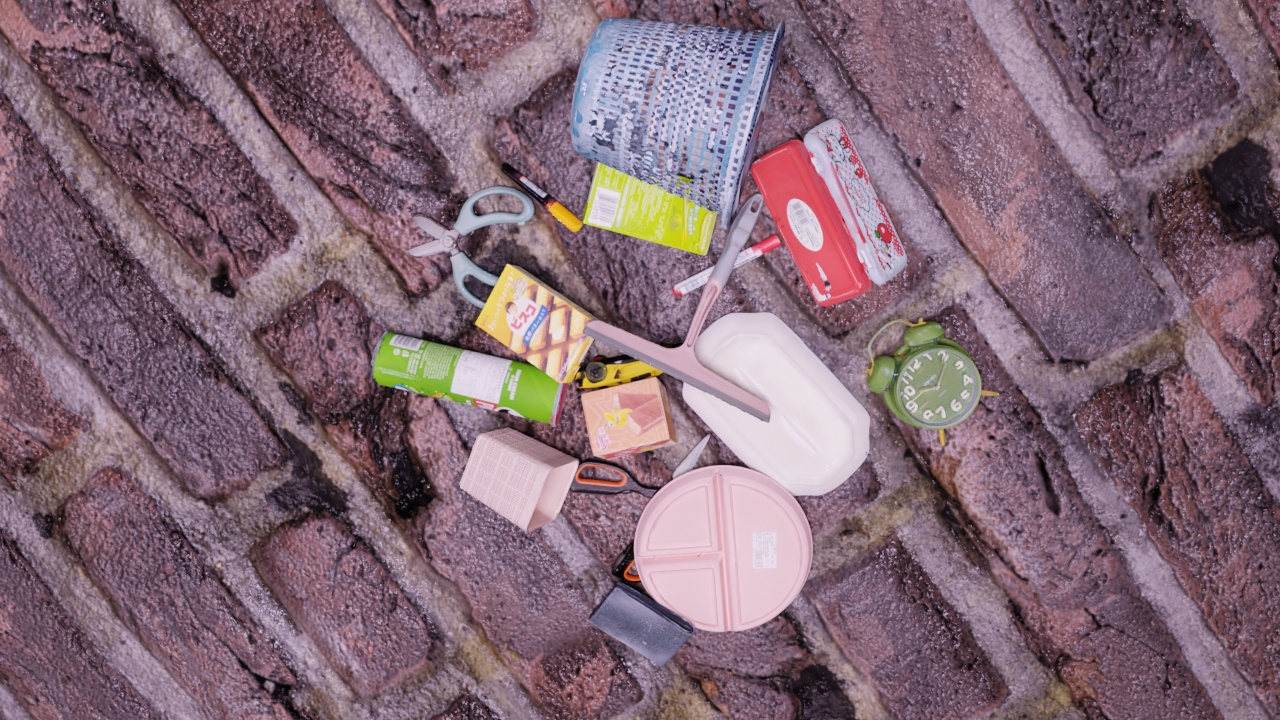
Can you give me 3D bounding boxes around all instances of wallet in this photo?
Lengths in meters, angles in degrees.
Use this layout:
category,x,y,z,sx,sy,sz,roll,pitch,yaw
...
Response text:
category,x,y,z,sx,sy,sz,roll,pitch,yaw
wallet,0.000,0.346,1.198,0.121,0.019,0.097,32,129,-1

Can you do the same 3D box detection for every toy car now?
category,x,y,z,sx,sy,sz,roll,pitch,yaw
toy car,-0.007,0.007,1.132,0.156,0.071,0.041,-14,97,5

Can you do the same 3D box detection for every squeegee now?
category,x,y,z,sx,sy,sz,roll,pitch,yaw
squeegee,0.090,-0.087,1.100,0.247,0.040,0.249,26,82,-9

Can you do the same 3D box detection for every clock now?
category,x,y,z,sx,sy,sz,roll,pitch,yaw
clock,0.346,0.018,1.120,0.161,0.056,0.116,43,98,-4

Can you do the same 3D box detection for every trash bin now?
category,x,y,z,sx,sy,sz,roll,pitch,yaw
trash bin,0.035,-0.279,1.008,0.195,0.226,0.227,16,100,5

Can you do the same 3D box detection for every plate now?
category,x,y,z,sx,sy,sz,roll,pitch,yaw
plate,0.106,0.246,1.169,0.229,0.028,0.229,1,103,3
plate,0.171,0.060,1.149,0.162,0.034,0.265,-42,95,9

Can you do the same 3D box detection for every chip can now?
category,x,y,z,sx,sy,sz,roll,pitch,yaw
chip can,-0.211,0.022,1.146,0.236,0.072,0.072,13,100,1

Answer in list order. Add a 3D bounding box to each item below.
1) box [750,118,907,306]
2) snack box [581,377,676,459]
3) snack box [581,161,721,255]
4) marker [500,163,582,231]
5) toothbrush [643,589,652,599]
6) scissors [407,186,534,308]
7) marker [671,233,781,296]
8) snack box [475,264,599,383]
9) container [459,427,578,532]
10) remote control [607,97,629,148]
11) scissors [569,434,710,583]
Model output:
category,x,y,z,sx,sy,sz,roll,pitch,yaw
box,0.230,-0.177,1.103,0.103,0.100,0.201,-20,102,45
snack box,-0.012,0.073,1.123,0.094,0.093,0.077,-13,80,6
snack box,0.015,-0.186,1.102,0.156,0.026,0.086,13,98,-11
marker,-0.123,-0.201,1.130,0.124,0.018,0.015,39,134,-3
toothbrush,0.096,0.308,1.208,0.186,0.017,0.012,1,97,1
scissors,-0.196,-0.154,1.143,0.170,0.019,0.181,37,101,-2
marker,0.105,-0.116,1.131,0.145,0.017,0.017,-26,97,8
snack box,-0.123,-0.045,1.112,0.140,0.033,0.087,35,102,18
container,-0.154,0.144,1.147,0.111,0.090,0.090,26,102,18
remote control,-0.025,-0.244,1.113,0.058,0.021,0.150,-4,100,-4
scissors,0.012,0.184,1.190,0.221,0.021,0.234,25,100,-6
